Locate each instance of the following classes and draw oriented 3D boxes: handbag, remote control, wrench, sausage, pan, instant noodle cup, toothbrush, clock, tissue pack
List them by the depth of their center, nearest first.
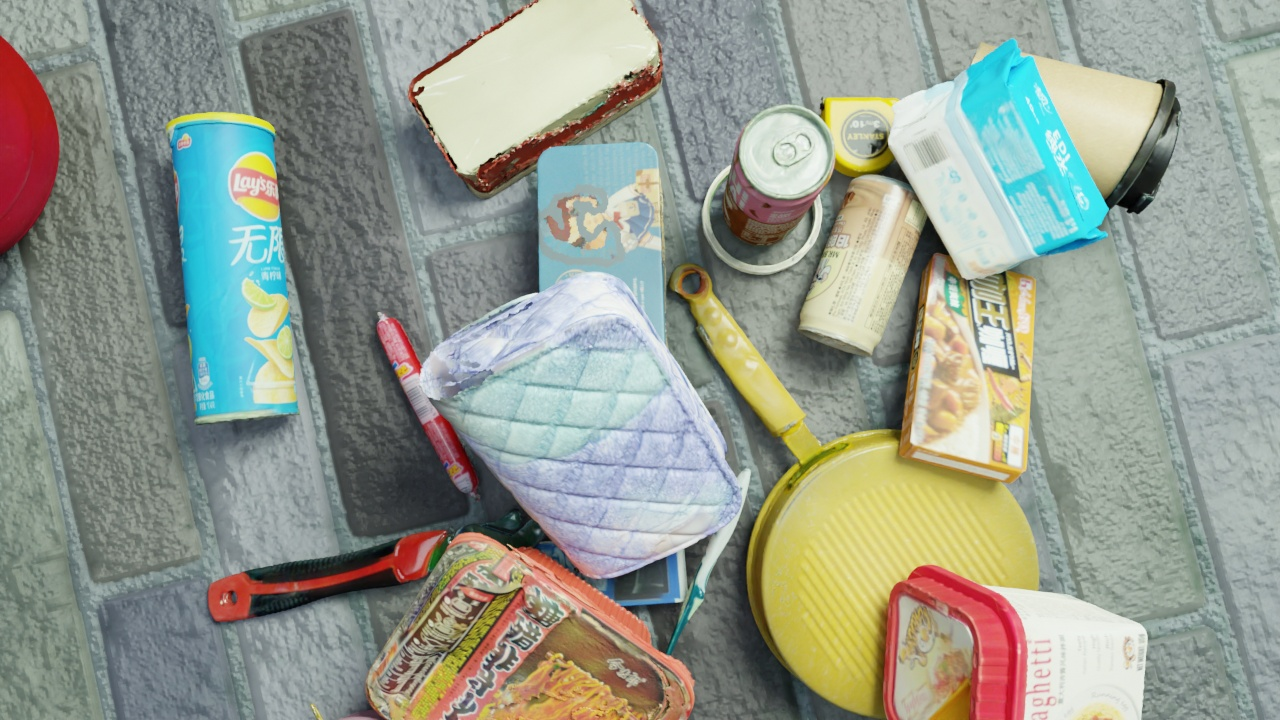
[{"bbox_3d":[0.230,0.190,0.563,0.124,0.117,0.116,2,92,-15],"label":"instant noodle cup"},{"bbox_3d":[-0.029,0.046,0.573,0.134,0.075,0.194,-27,124,7],"label":"handbag"},{"bbox_3d":[0.232,-0.124,0.595,0.063,0.090,0.140,-43,105,-41],"label":"tissue pack"},{"bbox_3d":[-0.069,0.207,0.610,0.189,0.079,0.165,35,110,1],"label":"instant noodle cup"},{"bbox_3d":[0.042,0.159,0.632,0.018,0.016,0.192,18,107,-7],"label":"toothbrush"},{"bbox_3d":[-0.173,0.308,0.638,0.158,0.060,0.117,19,87,4],"label":"clock"},{"bbox_3d":[0.128,0.081,0.643,0.197,0.078,0.357,-34,94,-2],"label":"pan"},{"bbox_3d":[-0.030,0.151,0.655,0.125,0.024,0.049,-4,88,3],"label":"remote control"},{"bbox_3d":[-0.186,0.142,0.655,0.273,0.016,0.056,-18,81,7],"label":"wrench"},{"bbox_3d":[-0.155,0.033,0.667,0.020,0.020,0.156,-27,88,1],"label":"sausage"}]

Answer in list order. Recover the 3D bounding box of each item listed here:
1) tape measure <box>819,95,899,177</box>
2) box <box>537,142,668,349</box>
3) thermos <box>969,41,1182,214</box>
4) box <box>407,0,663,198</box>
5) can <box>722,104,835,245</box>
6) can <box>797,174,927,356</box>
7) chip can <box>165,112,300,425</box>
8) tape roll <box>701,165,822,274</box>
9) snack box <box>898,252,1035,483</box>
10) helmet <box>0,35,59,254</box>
[{"bbox_3d":[0.158,-0.160,0.658,0.060,0.029,0.057,0,87,2],"label":"tape measure"},{"bbox_3d":[-0.025,-0.057,0.638,0.090,0.060,0.184,-5,80,4],"label":"box"},{"bbox_3d":[0.287,-0.163,0.628,0.143,0.093,0.093,24,89,10],"label":"thermos"},{"bbox_3d":[-0.071,-0.195,0.645,0.168,0.076,0.091,-32,86,1],"label":"box"},{"bbox_3d":[0.084,-0.113,0.585,0.058,0.147,0.058,0,87,2],"label":"can"},{"bbox_3d":[0.155,-0.066,0.640,0.058,0.058,0.116,21,88,3],"label":"can"},{"bbox_3d":[-0.287,-0.062,0.649,0.071,0.071,0.210,-6,87,2],"label":"chip can"},{"bbox_3d":[0.088,-0.105,0.666,0.086,0.014,0.085,0,88,2],"label":"tape roll"},{"bbox_3d":[0.223,0.003,0.621,0.075,0.026,0.153,14,62,3],"label":"snack box"},{"bbox_3d":[-0.511,-0.151,0.630,0.240,0.144,0.207,17,88,17],"label":"helmet"}]
